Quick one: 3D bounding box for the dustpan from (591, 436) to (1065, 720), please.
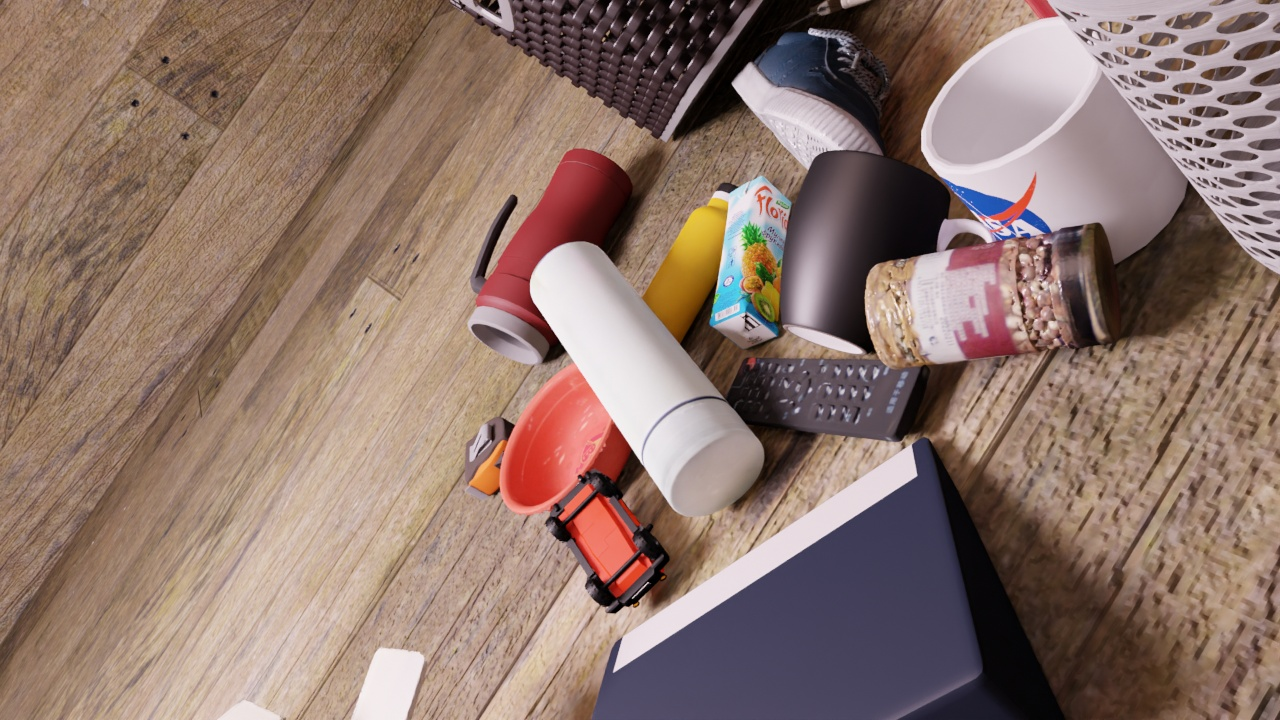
[{"bbox_3d":[0.070,0.190,0.405,0.237,0.080,0.272,-40,12,24],"label":"dustpan"}]

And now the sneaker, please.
[{"bbox_3d":[0.133,-0.185,0.648,0.087,0.089,0.235,-41,28,13],"label":"sneaker"}]

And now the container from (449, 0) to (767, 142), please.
[{"bbox_3d":[-0.004,-0.364,0.790,0.245,0.243,0.247,-54,6,0],"label":"container"}]

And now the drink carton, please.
[{"bbox_3d":[0.080,-0.071,0.646,0.039,0.044,0.128,-24,44,42],"label":"drink carton"}]

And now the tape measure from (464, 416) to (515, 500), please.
[{"bbox_3d":[-0.128,0.079,0.797,0.059,0.038,0.058,-41,32,22],"label":"tape measure"}]

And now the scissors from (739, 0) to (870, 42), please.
[{"bbox_3d":[0.156,-0.278,0.715,0.158,0.012,0.170,-15,21,22],"label":"scissors"}]

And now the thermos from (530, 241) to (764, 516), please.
[{"bbox_3d":[-0.004,0.004,0.612,0.068,0.068,0.230,-48,46,12],"label":"thermos"}]

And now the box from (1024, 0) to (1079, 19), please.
[{"bbox_3d":[0.276,-0.294,0.534,0.129,0.087,0.157,-16,51,48],"label":"box"}]

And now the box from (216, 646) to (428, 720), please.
[{"bbox_3d":[-0.176,0.224,0.548,0.144,0.187,0.105,-12,66,43],"label":"box"}]

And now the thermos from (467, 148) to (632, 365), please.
[{"bbox_3d":[-0.093,-0.103,0.866,0.084,0.108,0.198,98,-163,-70],"label":"thermos"}]

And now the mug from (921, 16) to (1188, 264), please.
[{"bbox_3d":[0.199,-0.110,0.466,0.091,0.090,0.121,-48,31,12],"label":"mug"}]

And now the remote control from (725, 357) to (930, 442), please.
[{"bbox_3d":[0.105,0.023,0.540,0.150,0.022,0.047,3,63,58],"label":"remote control"}]

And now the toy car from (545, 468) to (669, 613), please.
[{"bbox_3d":[-0.019,0.116,0.591,0.051,0.049,0.100,-46,45,3],"label":"toy car"}]

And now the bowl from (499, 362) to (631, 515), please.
[{"bbox_3d":[-0.048,0.064,0.688,0.131,0.045,0.130,-36,35,30],"label":"bowl"}]

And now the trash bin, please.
[{"bbox_3d":[0.250,-0.128,0.319,0.157,0.183,0.156,-35,35,30],"label":"trash bin"}]

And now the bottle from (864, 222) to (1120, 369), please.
[{"bbox_3d":[0.168,-0.029,0.443,0.105,0.056,0.056,-8,52,36],"label":"bottle"}]

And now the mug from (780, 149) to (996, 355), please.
[{"bbox_3d":[0.137,-0.054,0.524,0.119,0.085,0.100,18,86,29],"label":"mug"}]

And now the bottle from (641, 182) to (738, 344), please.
[{"bbox_3d":[0.038,-0.069,0.702,0.143,0.043,0.043,-60,30,-8],"label":"bottle"}]
